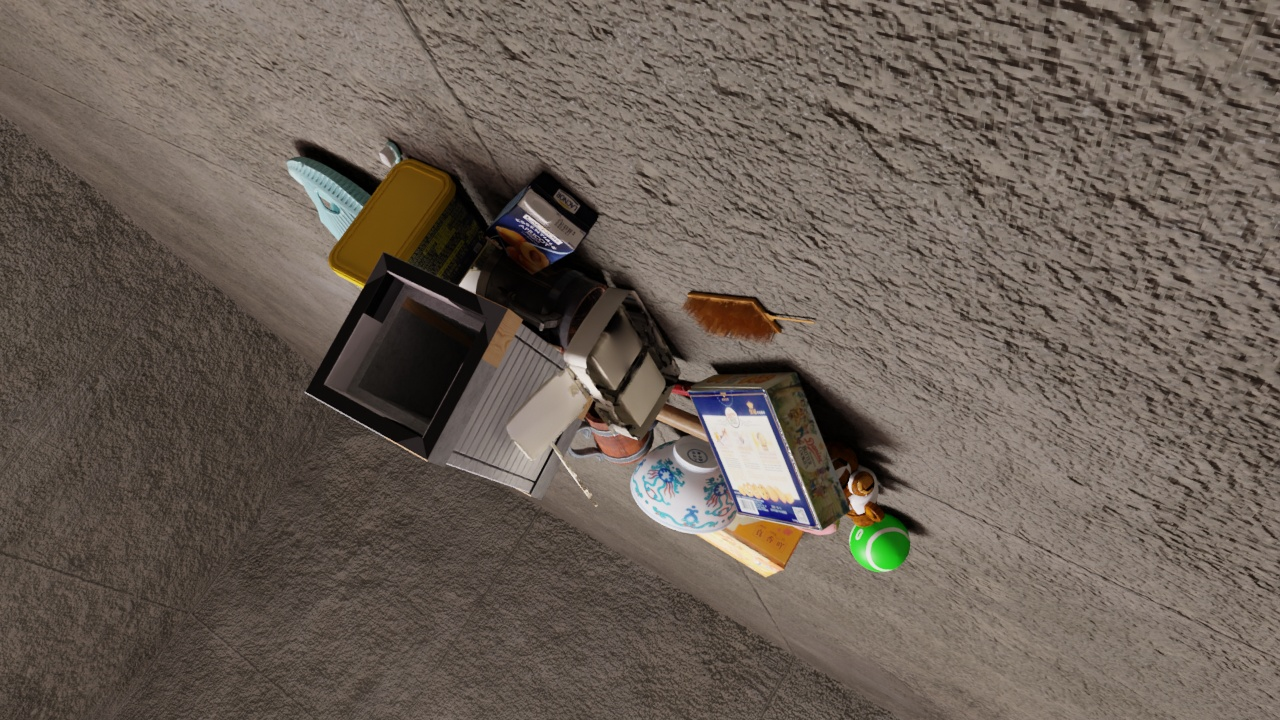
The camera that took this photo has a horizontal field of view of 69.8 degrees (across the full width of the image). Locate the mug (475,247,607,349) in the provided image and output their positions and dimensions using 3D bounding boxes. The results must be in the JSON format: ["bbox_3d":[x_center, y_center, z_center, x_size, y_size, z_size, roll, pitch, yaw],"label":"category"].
[{"bbox_3d":[-0.104,-0.059,0.894,0.107,0.080,0.115,26,-158,19],"label":"mug"}]

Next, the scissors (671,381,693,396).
[{"bbox_3d":[0.002,0.010,1.054,0.199,0.015,0.179,20,161,39],"label":"scissors"}]

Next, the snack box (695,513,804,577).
[{"bbox_3d":[0.126,0.220,1.310,0.195,0.080,0.145,31,164,8],"label":"snack box"}]

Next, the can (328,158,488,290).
[{"bbox_3d":[-0.225,-0.112,0.915,0.075,0.135,0.104,26,165,24],"label":"can"}]

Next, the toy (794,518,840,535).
[{"bbox_3d":[0.185,0.171,1.108,0.110,0.051,0.090,17,156,47],"label":"toy"}]

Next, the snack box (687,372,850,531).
[{"bbox_3d":[0.120,0.084,0.881,0.145,0.042,0.145,-4,109,64],"label":"snack box"}]

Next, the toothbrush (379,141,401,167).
[{"bbox_3d":[-0.245,-0.178,0.970,0.016,0.016,0.181,33,166,9],"label":"toothbrush"}]

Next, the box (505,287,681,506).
[{"bbox_3d":[-0.048,0.032,0.899,0.080,0.180,0.143,15,150,36],"label":"box"}]

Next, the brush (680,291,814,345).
[{"bbox_3d":[0.088,-0.033,0.756,0.126,0.017,0.048,12,154,52],"label":"brush"}]

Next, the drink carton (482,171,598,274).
[{"bbox_3d":[-0.090,-0.117,0.807,0.064,0.040,0.130,37,163,-16],"label":"drink carton"}]

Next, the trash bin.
[{"bbox_3d":[-0.167,0.026,0.898,0.142,0.142,0.247,25,173,22],"label":"trash bin"}]

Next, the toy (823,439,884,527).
[{"bbox_3d":[0.203,0.125,0.918,0.087,0.067,0.113,26,152,55],"label":"toy"}]

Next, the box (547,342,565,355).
[{"bbox_3d":[-0.090,-0.004,1.122,0.067,0.056,0.187,1,165,-4],"label":"box"}]

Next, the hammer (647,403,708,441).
[{"bbox_3d":[0.110,0.093,1.031,0.322,0.040,0.129,22,164,22],"label":"hammer"}]

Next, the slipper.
[{"bbox_3d":[-0.313,-0.151,1.061,0.276,0.069,0.116,31,168,15],"label":"slipper"}]

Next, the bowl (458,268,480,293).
[{"bbox_3d":[-0.177,-0.062,1.034,0.149,0.043,0.149,9,169,2],"label":"bowl"}]

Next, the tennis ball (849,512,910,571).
[{"bbox_3d":[0.265,0.201,1.018,0.065,0.065,0.065,30,164,9],"label":"tennis ball"}]

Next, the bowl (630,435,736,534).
[{"bbox_3d":[0.066,0.145,1.177,0.144,0.143,0.074,28,124,18],"label":"bowl"}]

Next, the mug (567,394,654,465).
[{"bbox_3d":[-0.046,0.090,1.202,0.081,0.117,0.111,45,169,32],"label":"mug"}]
